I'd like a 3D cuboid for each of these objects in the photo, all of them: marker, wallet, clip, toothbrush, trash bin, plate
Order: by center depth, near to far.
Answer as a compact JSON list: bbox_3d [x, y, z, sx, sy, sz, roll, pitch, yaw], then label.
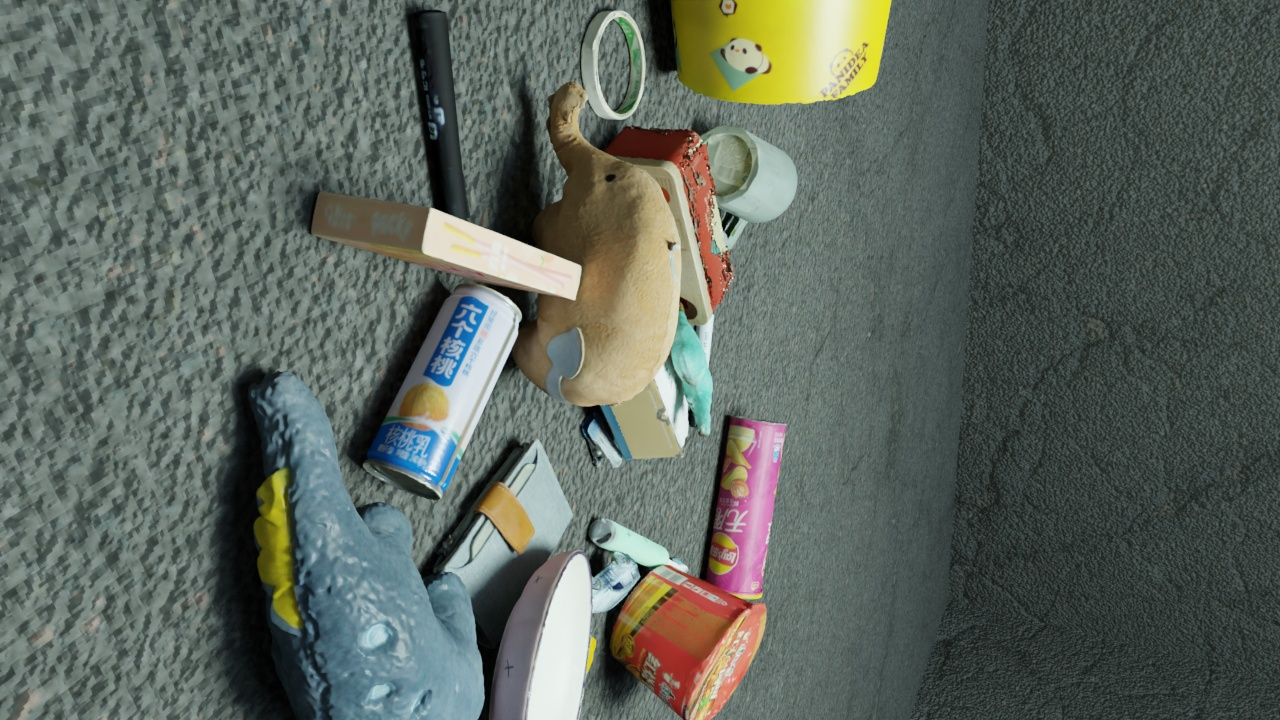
[{"bbox_3d":[-0.123,-0.150,0.578,0.022,0.020,0.132,-35,129,-52],"label":"marker"},{"bbox_3d":[-0.076,0.237,0.687,0.192,0.039,0.192,7,89,-81],"label":"plate"},{"bbox_3d":[-0.098,0.136,0.697,0.129,0.037,0.107,-58,146,-38],"label":"wallet"},{"bbox_3d":[0.120,-0.370,0.779,0.228,0.230,0.256,-47,143,-48],"label":"trash bin"},{"bbox_3d":[-0.035,0.073,0.817,0.024,0.029,0.057,-59,140,-45],"label":"clip"},{"bbox_3d":[0.007,0.194,0.927,0.026,0.027,0.224,-42,148,3],"label":"toothbrush"},{"bbox_3d":[0.067,0.009,0.993,0.018,0.022,0.131,-145,-121,-71],"label":"marker"}]

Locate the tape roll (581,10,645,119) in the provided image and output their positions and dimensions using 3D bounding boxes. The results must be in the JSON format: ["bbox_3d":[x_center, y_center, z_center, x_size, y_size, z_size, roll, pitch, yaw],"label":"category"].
[{"bbox_3d":[-0.021,-0.242,0.753,0.085,0.014,0.086,-27,121,-57],"label":"tape roll"}]

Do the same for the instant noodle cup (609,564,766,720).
[{"bbox_3d":[0.045,0.275,0.911,0.137,0.109,0.138,-39,143,-37],"label":"instant noodle cup"}]

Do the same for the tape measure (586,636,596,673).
[{"bbox_3d":[-0.070,0.256,0.794,0.060,0.029,0.057,37,68,-41],"label":"tape measure"}]

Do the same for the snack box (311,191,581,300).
[{"bbox_3d":[-0.111,-0.067,0.557,0.157,0.084,0.026,11,91,-63],"label":"snack box"}]

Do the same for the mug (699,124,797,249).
[{"bbox_3d":[0.094,-0.172,0.940,0.124,0.084,0.103,-60,155,14],"label":"mug"}]

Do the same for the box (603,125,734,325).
[{"bbox_3d":[0.027,-0.120,0.798,0.076,0.091,0.168,-56,144,-34],"label":"box"}]

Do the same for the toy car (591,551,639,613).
[{"bbox_3d":[-0.034,0.207,0.829,0.043,0.034,0.090,-53,164,28],"label":"toy car"}]

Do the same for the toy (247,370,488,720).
[{"bbox_3d":[-0.155,0.172,0.555,0.137,0.091,0.357,-93,170,-48],"label":"toy"}]

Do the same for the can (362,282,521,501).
[{"bbox_3d":[-0.124,0.018,0.590,0.134,0.053,0.053,-68,150,-23],"label":"can"}]

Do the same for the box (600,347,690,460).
[{"bbox_3d":[-0.005,0.005,0.792,0.089,0.060,0.184,-81,157,-44],"label":"box"}]

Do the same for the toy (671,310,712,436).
[{"bbox_3d":[0.048,0.016,0.804,0.096,0.030,0.092,-92,164,-45],"label":"toy"}]

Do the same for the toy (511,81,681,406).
[{"bbox_3d":[-0.030,-0.079,0.647,0.082,0.144,0.226,1,97,-58],"label":"toy"}]

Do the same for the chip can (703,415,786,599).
[{"bbox_3d":[0.126,0.174,1.102,0.071,0.071,0.210,8,91,-63],"label":"chip can"}]
